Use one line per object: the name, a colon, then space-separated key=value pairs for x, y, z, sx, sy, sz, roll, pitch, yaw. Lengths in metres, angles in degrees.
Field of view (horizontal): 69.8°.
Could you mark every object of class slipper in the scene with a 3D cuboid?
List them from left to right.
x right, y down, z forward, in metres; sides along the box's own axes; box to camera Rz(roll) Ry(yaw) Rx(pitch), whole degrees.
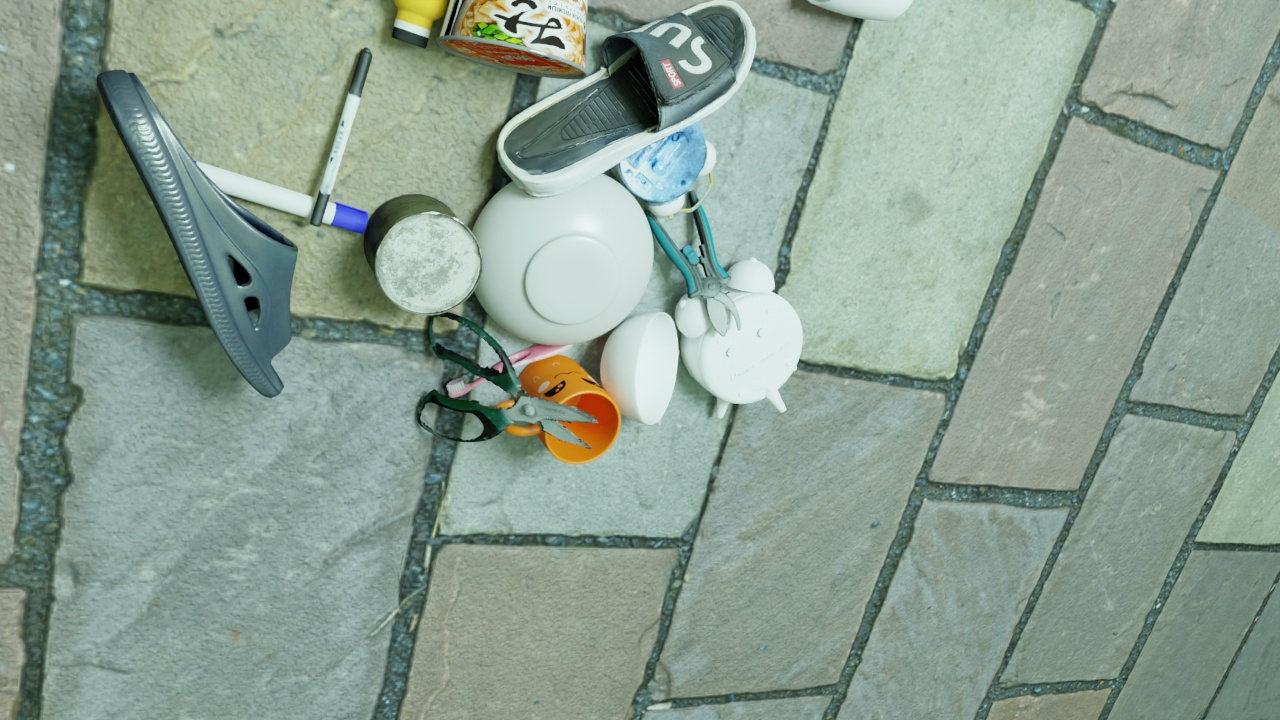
slipper: x=-0.320 y=-0.098 z=0.708 sx=0.083 sy=0.111 sz=0.268 roll=-28 pitch=127 yaw=-22
slipper: x=-0.009 y=-0.240 z=0.799 sx=0.263 sy=0.111 sz=0.063 roll=-33 pitch=156 yaw=-5

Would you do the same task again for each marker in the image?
marker: x=-0.298 y=-0.135 z=0.759 sx=0.141 sy=0.020 sz=0.020 roll=15 pitch=104 yaw=-30
marker: x=-0.246 y=-0.183 z=0.755 sx=0.011 sy=0.011 sz=0.152 roll=16 pitch=95 yaw=-31

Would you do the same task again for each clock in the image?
clock: x=0.023 y=-0.189 z=0.872 sx=0.125 sy=0.052 sz=0.089 roll=39 pitch=91 yaw=-33
clock: x=0.111 y=-0.018 z=0.975 sx=0.125 sy=0.073 sz=0.161 roll=-32 pitch=122 yaw=-11

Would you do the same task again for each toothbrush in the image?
toothbrush: x=-0.127 y=0.004 z=0.902 sx=0.135 sy=0.021 sz=0.016 roll=-24 pitch=129 yaw=-12

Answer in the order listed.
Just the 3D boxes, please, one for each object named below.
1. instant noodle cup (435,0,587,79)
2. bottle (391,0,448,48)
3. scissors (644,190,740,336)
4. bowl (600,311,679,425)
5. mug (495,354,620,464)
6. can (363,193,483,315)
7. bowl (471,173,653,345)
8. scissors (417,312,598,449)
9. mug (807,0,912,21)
instant noodle cup: x=-0.093 y=-0.302 z=0.735 sx=0.123 sy=0.124 sz=0.122 roll=6 pitch=99 yaw=-28
bottle: x=-0.165 y=-0.323 z=0.727 sx=0.043 sy=0.043 sz=0.144 roll=11 pitch=106 yaw=-29
scissors: x=0.055 y=-0.102 z=0.915 sx=0.154 sy=0.019 sz=0.126 roll=24 pitch=80 yaw=-11
bowl: x=-0.006 y=0.005 z=0.925 sx=0.114 sy=0.051 sz=0.114 roll=8 pitch=90 yaw=-68
mug: x=-0.089 y=0.049 z=0.894 sx=0.112 sy=0.096 sz=0.078 roll=-10 pitch=115 yaw=-22
can: x=-0.190 y=-0.093 z=0.797 sx=0.089 sy=0.074 sz=0.090 roll=-9 pitch=115 yaw=-21
bowl: x=-0.068 y=-0.085 z=0.846 sx=0.176 sy=0.066 sz=0.177 roll=-7 pitch=120 yaw=-13
scissors: x=-0.123 y=0.017 z=0.833 sx=0.015 sy=0.210 sz=0.137 roll=-21 pitch=114 yaw=-62
mug: x=0.210 y=-0.384 z=0.872 sx=0.087 sy=0.081 sz=0.114 roll=4 pitch=79 yaw=-34
